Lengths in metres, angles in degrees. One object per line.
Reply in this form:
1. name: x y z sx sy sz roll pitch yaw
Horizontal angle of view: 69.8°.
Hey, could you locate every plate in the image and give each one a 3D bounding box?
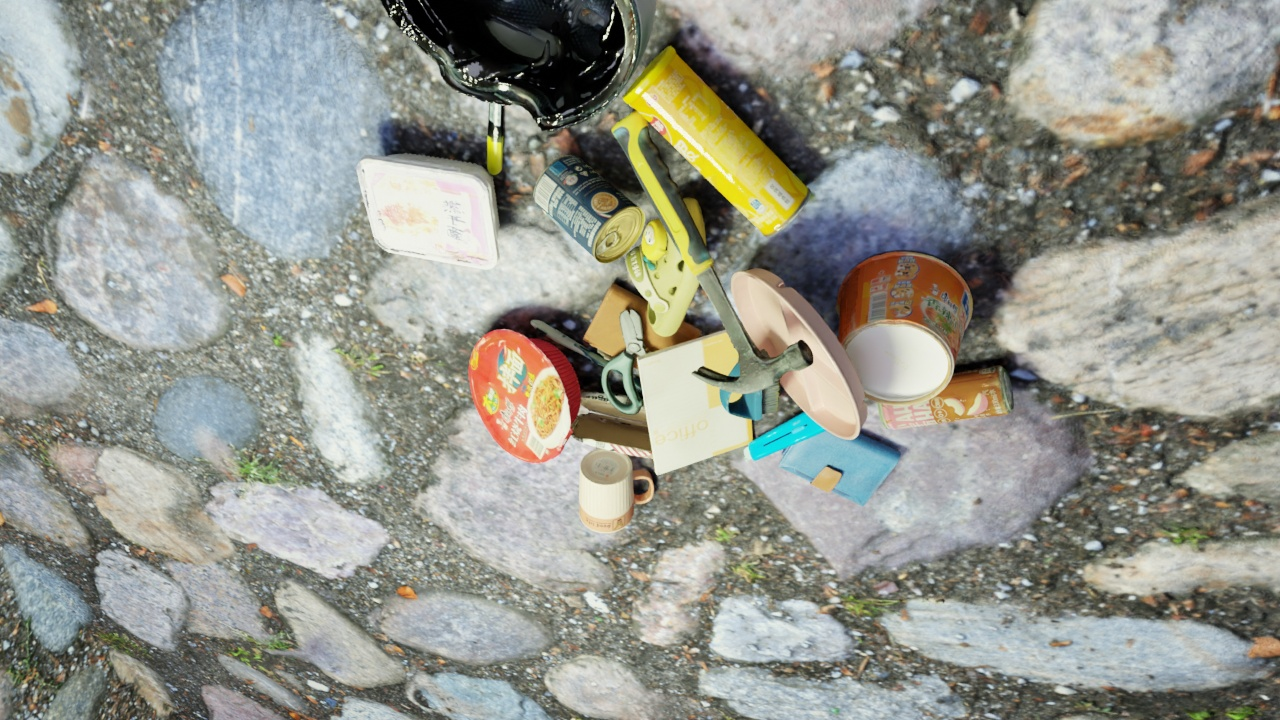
1. plate: 0.180 -0.011 1.039 0.028 0.229 0.229 -35 119 -8

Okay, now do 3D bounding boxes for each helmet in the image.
1. helmet: -0.099 -0.359 0.851 0.274 0.156 0.231 30 137 9

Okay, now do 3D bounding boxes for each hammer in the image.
1. hammer: 0.055 -0.113 0.974 0.126 0.031 0.323 -29 87 32

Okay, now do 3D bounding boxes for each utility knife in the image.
1. utility knife: 0.187 0.103 1.215 0.160 0.018 0.034 -36 82 49

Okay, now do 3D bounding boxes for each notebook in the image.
1. notebook: 0.075 0.055 1.196 0.145 0.010 0.207 -17 130 -10

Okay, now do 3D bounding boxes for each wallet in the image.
1. wallet: 0.263 0.132 1.225 0.133 0.040 0.107 26 131 1
2. wallet: 0.000 -0.031 1.190 0.132 0.031 0.108 28 131 -3

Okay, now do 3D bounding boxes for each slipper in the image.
1. slipper: 0.024 -0.102 1.065 0.081 0.091 0.191 0 140 -13

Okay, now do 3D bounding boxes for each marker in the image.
1. marker: -0.166 -0.271 1.057 0.018 0.015 0.124 16 131 8

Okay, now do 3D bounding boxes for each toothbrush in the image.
1. toothbrush: -0.068 -0.004 1.254 0.191 0.016 0.018 30 145 -6

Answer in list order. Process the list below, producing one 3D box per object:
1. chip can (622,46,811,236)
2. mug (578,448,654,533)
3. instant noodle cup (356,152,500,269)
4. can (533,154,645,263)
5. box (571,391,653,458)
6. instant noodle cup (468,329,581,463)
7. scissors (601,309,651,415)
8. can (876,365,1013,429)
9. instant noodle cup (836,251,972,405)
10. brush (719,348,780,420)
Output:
1. chip can: 0.082 -0.225 0.954 0.213 0.071 0.072 41 133 -15
2. mug: -0.036 0.193 1.380 0.114 0.081 0.106 -6 131 -8
3. instant noodle cup: -0.249 -0.193 1.129 0.173 0.060 0.138 10 133 12
4. can: -0.059 -0.171 1.030 0.111 0.075 0.075 43 140 24
5. box: -0.016 0.078 1.274 0.163 0.076 0.088 10 118 14
6. instant noodle cup: -0.149 0.042 1.260 0.194 0.065 0.194 17 118 36
7. scissors: 0.017 0.007 1.183 0.130 0.019 0.186 16 130 3
8. can: 0.361 0.045 1.090 0.148 0.057 0.058 -12 125 30
9. instant noodle cup: 0.286 -0.029 1.017 0.151 0.111 0.152 11 133 12
10. brush: 0.134 0.037 1.141 0.073 0.055 0.144 -21 156 -1
